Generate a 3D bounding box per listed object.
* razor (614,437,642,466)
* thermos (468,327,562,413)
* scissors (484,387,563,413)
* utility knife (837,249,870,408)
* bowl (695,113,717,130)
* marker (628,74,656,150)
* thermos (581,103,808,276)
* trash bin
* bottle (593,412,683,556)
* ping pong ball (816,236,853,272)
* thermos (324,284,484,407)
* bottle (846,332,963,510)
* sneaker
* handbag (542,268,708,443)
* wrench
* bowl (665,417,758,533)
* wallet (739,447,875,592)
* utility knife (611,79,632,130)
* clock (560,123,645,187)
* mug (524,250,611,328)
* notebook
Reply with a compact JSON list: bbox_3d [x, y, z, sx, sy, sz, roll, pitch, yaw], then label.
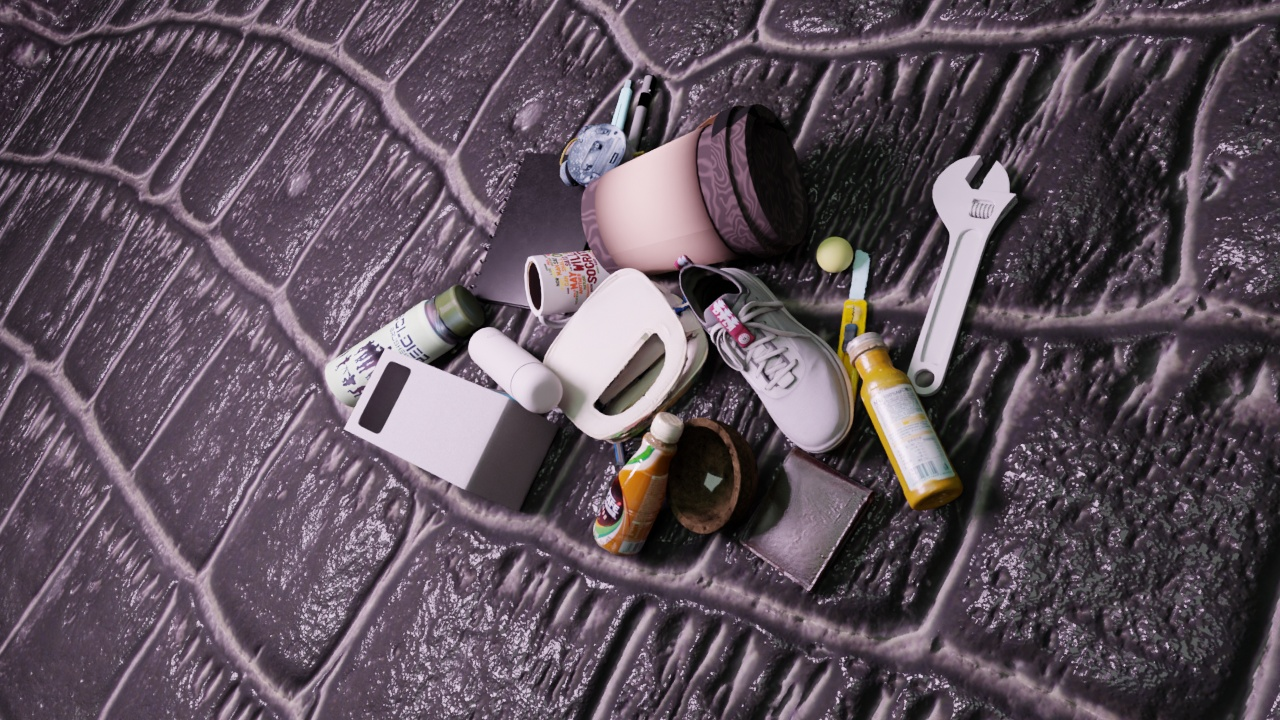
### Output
[{"bbox_3d":[0.037,0.100,1.048,0.144,0.022,0.042,-2,106,24],"label":"razor"},{"bbox_3d":[-0.152,0.010,1.101,0.052,0.052,0.224,-55,29,-2],"label":"thermos"},{"bbox_3d":[-0.143,0.035,1.176,0.132,0.019,0.148,-28,57,17],"label":"scissors"},{"bbox_3d":[0.229,-0.028,1.000,0.030,0.018,0.206,5,68,21],"label":"utility knife"},{"bbox_3d":[0.112,-0.260,1.154,0.114,0.026,0.102,-30,72,18],"label":"bowl"},{"bbox_3d":[-0.002,-0.328,1.257,0.016,0.016,0.140,4,71,30],"label":"marker"},{"bbox_3d":[0.059,-0.184,1.075,0.227,0.172,0.172,-13,63,31],"label":"thermos"},{"bbox_3d":[-0.238,0.084,1.148,0.229,0.114,0.114,19,79,34],"label":"trash bin"},{"bbox_3d":[0.002,0.132,0.990,0.059,0.059,0.167,40,118,35],"label":"bottle"},{"bbox_3d":[0.217,-0.118,1.027,0.040,0.040,0.040,-12,64,25],"label":"ping pong ball"},{"bbox_3d":[-0.320,-0.019,1.266,0.232,0.082,0.082,-30,57,15],"label":"thermos"},{"bbox_3d":[0.259,0.057,0.920,0.053,0.053,0.186,-28,58,16],"label":"bottle"},{"bbox_3d":[0.127,-0.016,0.976,0.097,0.128,0.263,-44,57,18],"label":"sneaker"},{"bbox_3d":[-0.006,0.006,1.055,0.201,0.093,0.199,-49,40,11],"label":"handbag"},{"bbox_3d":[0.325,-0.092,0.971,0.087,0.018,0.273,15,78,33],"label":"wrench"},{"bbox_3d":[0.084,0.122,0.980,0.121,0.056,0.121,-5,83,52],"label":"bowl"},{"bbox_3d":[0.169,0.162,0.941,0.099,0.031,0.120,30,88,38],"label":"wallet"},{"bbox_3d":[-0.027,-0.343,1.280,0.022,0.015,0.119,0,66,31],"label":"utility knife"},{"bbox_3d":[-0.059,-0.267,1.220,0.129,0.052,0.090,25,84,33],"label":"clock"},{"bbox_3d":[-0.093,-0.085,1.154,0.089,0.105,0.073,-9,42,-22],"label":"mug"},{"bbox_3d":[-0.135,-0.181,1.267,0.169,0.019,0.231,11,75,31],"label":"notebook"}]
